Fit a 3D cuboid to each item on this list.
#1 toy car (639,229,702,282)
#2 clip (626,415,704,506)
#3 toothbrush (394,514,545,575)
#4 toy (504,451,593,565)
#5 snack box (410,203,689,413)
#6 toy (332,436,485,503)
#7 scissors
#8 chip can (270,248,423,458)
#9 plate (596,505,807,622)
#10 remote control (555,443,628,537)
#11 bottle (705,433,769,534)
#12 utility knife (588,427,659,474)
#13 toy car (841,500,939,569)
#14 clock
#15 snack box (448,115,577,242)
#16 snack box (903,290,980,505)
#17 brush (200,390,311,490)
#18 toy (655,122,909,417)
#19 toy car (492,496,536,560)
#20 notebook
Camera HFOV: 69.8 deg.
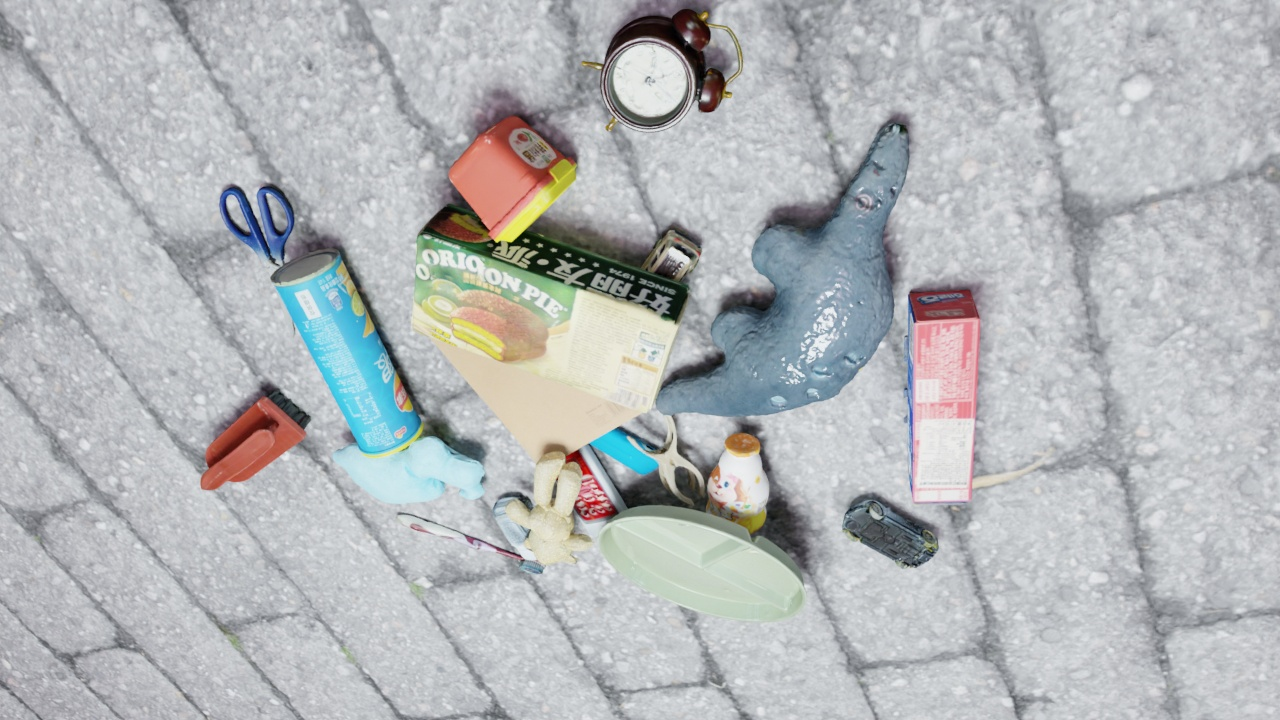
[{"bbox_3d":[0.018,-0.076,0.835,0.042,0.035,0.091,33,126,-8],"label":"toy car"},{"bbox_3d":[0.031,0.103,0.941,0.070,0.035,0.100,-36,107,-10],"label":"clip"},{"bbox_3d":[-0.202,0.219,1.087,0.187,0.017,0.016,19,124,-2],"label":"toothbrush"},{"bbox_3d":[-0.091,0.161,0.978,0.105,0.066,0.158,20,133,11],"label":"toy"},{"bbox_3d":[-0.084,-0.046,0.830,0.240,0.063,0.115,19,131,5],"label":"snack box"},{"bbox_3d":[-0.256,0.124,1.015,0.161,0.049,0.157,30,133,-19],"label":"toy"},{"bbox_3d":[-0.356,-0.096,0.916,0.126,0.012,0.173,-24,116,26],"label":"scissors"},{"bbox_3d":[-0.293,-0.005,0.927,0.071,0.071,0.210,-8,120,17],"label":"chip can"},{"bbox_3d":[0.066,0.217,0.978,0.230,0.027,0.231,16,147,10],"label":"plate"},{"bbox_3d":[-0.059,0.139,1.002,0.056,0.020,0.136,-18,117,21],"label":"remote control"},{"bbox_3d":[0.100,0.126,0.934,0.063,0.063,0.109,6,124,8],"label":"bottle"},{"bbox_3d":[-0.051,0.072,0.958,0.161,0.018,0.034,31,121,-7],"label":"utility knife"},{"bbox_3d":[0.258,0.178,0.953,0.105,0.031,0.049,29,123,-9],"label":"toy car"},{"bbox_3d":[0.020,-0.227,0.721,0.122,0.055,0.082,-12,119,17],"label":"clock"},{"bbox_3d":[-0.110,-0.155,0.778,0.080,0.091,0.082,45,120,-10],"label":"snack box"},{"bbox_3d":[0.274,0.038,0.842,0.058,0.057,0.208,-3,122,11],"label":"snack box"},{"bbox_3d":[-0.440,0.097,1.026,0.146,0.069,0.063,-33,110,28],"label":"brush"},{"bbox_3d":[0.142,-0.038,0.809,0.138,0.091,0.357,45,124,15],"label":"toy"},{"bbox_3d":[-0.135,0.194,1.048,0.043,0.034,0.090,-16,120,18],"label":"toy car"},{"bbox_3d":[-0.109,0.002,0.915,0.150,0.012,0.211,-31,106,26],"label":"notebook"}]
